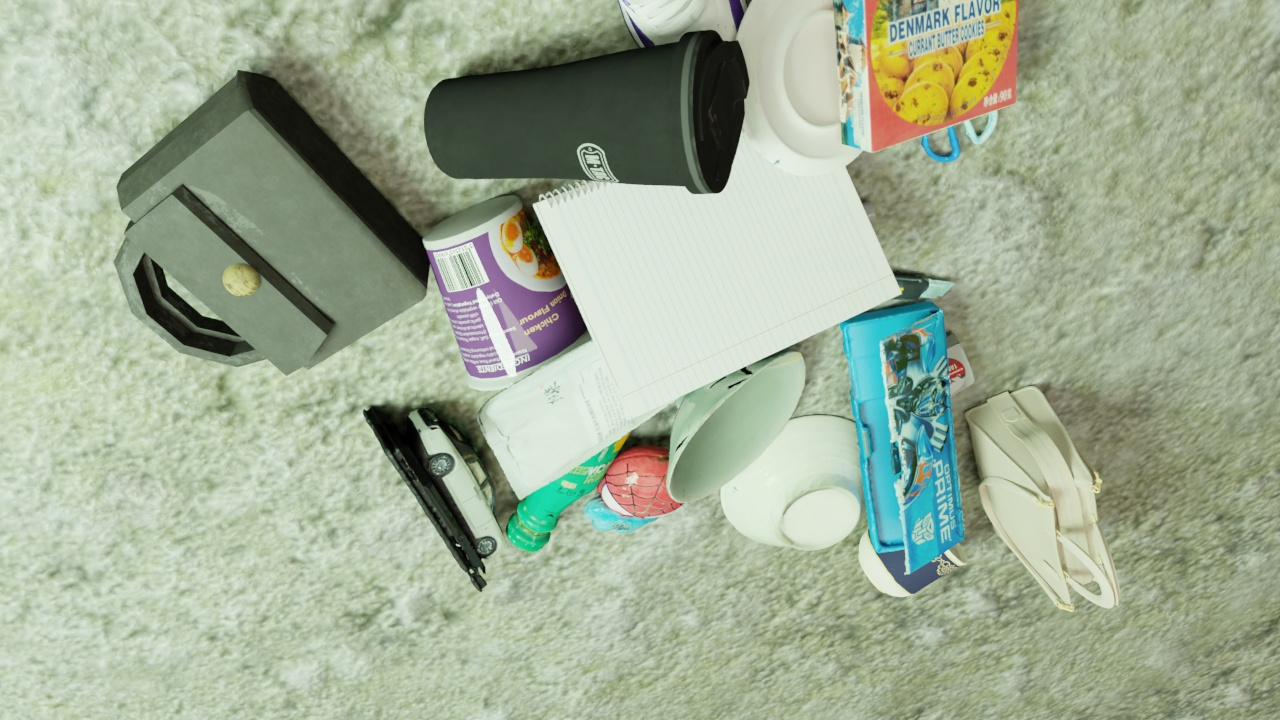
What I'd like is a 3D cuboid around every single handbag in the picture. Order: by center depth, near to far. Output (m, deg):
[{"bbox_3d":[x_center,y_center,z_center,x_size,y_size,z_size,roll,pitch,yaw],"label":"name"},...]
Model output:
[{"bbox_3d":[-0.299,-0.077,0.696,0.200,0.102,0.197,-33,121,12],"label":"handbag"},{"bbox_3d":[0.408,0.154,0.898,0.101,0.197,0.195,-23,123,6],"label":"handbag"}]

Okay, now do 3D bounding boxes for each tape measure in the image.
[{"bbox_3d":[0.288,0.010,0.893,0.060,0.020,0.062,-27,122,15],"label":"tape measure"}]

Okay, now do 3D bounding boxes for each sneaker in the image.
[{"bbox_3d":[0.008,-0.271,0.614,0.092,0.111,0.244,-36,121,14],"label":"sneaker"}]

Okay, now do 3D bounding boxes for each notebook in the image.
[{"bbox_3d":[0.064,-0.086,0.705,0.245,0.013,0.178,-24,90,-15],"label":"notebook"}]

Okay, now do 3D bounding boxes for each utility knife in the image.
[{"bbox_3d":[0.197,-0.071,0.829,0.187,0.020,0.029,3,124,-12],"label":"utility knife"}]

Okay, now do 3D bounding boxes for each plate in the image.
[{"bbox_3d":[0.136,-0.217,0.687,0.156,0.014,0.157,-9,108,-28],"label":"plate"}]

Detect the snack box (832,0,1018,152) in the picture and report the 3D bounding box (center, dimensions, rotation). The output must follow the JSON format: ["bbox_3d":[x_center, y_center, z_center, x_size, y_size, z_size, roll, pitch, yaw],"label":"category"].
[{"bbox_3d":[0.212,-0.244,0.676,0.142,0.040,0.145,-21,120,-17],"label":"snack box"}]

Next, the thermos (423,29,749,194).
[{"bbox_3d":[-0.040,-0.168,0.645,0.219,0.105,0.106,2,126,21],"label":"thermos"}]

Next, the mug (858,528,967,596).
[{"bbox_3d":[0.290,0.205,0.991,0.089,0.085,0.111,-39,155,19],"label":"mug"}]

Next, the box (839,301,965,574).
[{"bbox_3d":[0.252,0.076,0.854,0.092,0.085,0.243,-10,109,7],"label":"box"}]

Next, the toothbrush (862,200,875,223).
[{"bbox_3d":[0.111,-0.101,0.794,0.188,0.019,0.018,-17,167,2],"label":"toothbrush"}]

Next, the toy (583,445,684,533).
[{"bbox_3d":[-0.004,0.133,0.905,0.092,0.062,0.133,20,128,-17],"label":"toy"}]

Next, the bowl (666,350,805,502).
[{"bbox_3d":[0.071,0.046,0.849,0.173,0.068,0.174,-34,149,-24],"label":"bowl"}]

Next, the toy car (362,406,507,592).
[{"bbox_3d":[-0.178,0.118,0.862,0.071,0.094,0.192,-31,124,-14],"label":"toy car"}]

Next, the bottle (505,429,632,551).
[{"bbox_3d":[-0.066,0.094,0.863,0.068,0.068,0.210,21,117,-21],"label":"bottle"}]

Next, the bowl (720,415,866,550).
[{"bbox_3d":[0.174,0.143,0.938,0.176,0.057,0.177,-4,123,-6],"label":"bowl"}]

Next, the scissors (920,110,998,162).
[{"bbox_3d":[0.242,-0.219,0.744,0.070,0.022,0.130,-33,126,12],"label":"scissors"}]

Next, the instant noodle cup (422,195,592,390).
[{"bbox_3d":[-0.104,-0.062,0.736,0.137,0.121,0.122,-17,114,13],"label":"instant noodle cup"}]

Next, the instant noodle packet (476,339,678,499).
[{"bbox_3d":[-0.004,0.004,0.748,0.269,0.057,0.147,-32,145,-13],"label":"instant noodle packet"}]
